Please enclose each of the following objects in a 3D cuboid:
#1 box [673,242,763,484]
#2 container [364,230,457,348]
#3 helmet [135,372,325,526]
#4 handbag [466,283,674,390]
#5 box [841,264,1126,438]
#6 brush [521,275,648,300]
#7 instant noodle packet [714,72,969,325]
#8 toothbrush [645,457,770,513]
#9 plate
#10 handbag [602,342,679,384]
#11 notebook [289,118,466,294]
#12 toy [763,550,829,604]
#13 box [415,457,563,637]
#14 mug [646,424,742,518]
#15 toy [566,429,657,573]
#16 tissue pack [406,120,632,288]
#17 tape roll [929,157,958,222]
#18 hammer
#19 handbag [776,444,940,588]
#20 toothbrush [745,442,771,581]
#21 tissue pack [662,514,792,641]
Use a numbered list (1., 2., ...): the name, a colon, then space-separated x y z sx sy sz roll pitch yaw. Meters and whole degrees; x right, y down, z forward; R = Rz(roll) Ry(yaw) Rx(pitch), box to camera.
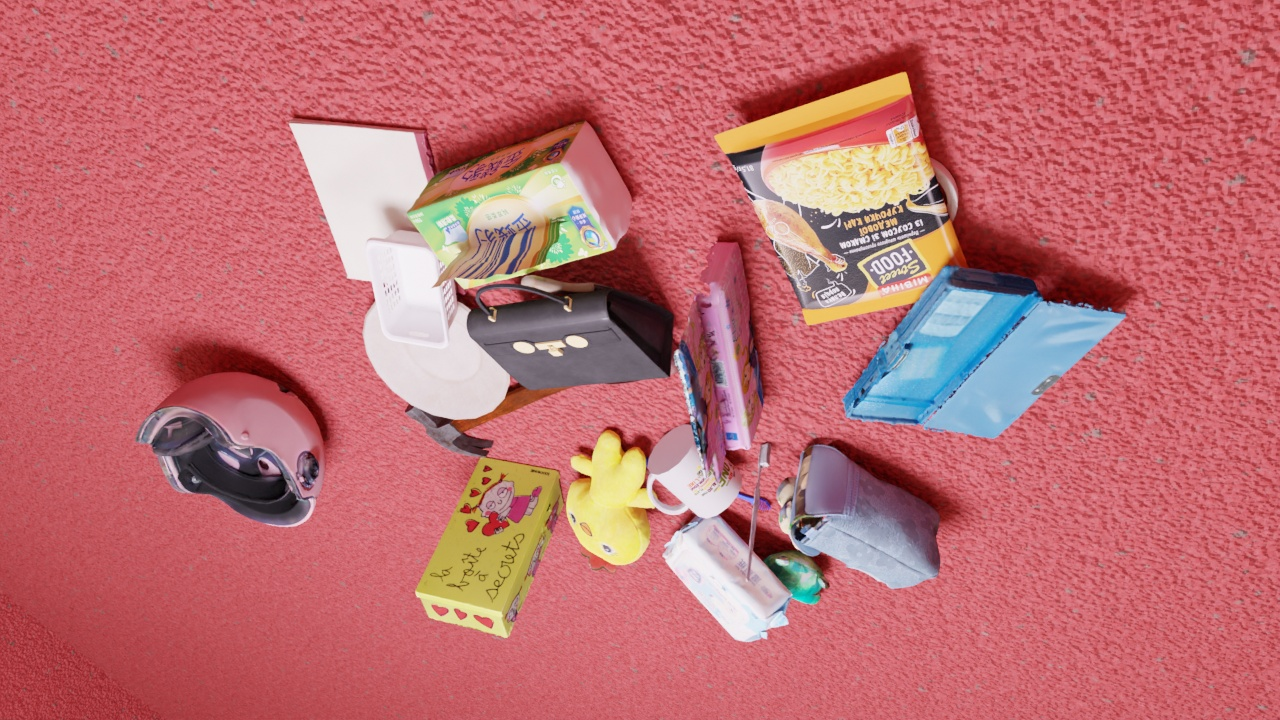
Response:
1. box: 0.081 0.018 0.913 0.035 0.159 0.231 5 136 21
2. container: -0.242 -0.082 0.995 0.081 0.049 0.129 10 128 12
3. helmet: -0.545 0.117 1.276 0.230 0.152 0.255 -10 131 26
4. handbag: -0.089 -0.039 0.928 0.176 0.072 0.195 -6 159 27
5. box: 0.316 0.001 0.878 0.174 0.033 0.232 9 145 -9
6. brush: -0.057 -0.069 0.929 0.151 0.012 0.039 8 162 -44
7. instant noodle packet: 0.182 -0.127 0.793 0.160 0.032 0.221 -12 128 29
8. toothbrush: 0.079 0.157 1.162 0.182 0.018 0.016 20 114 1
9. plate: -0.241 -0.010 1.101 0.189 0.027 0.189 10 128 13
10. handbag: -0.006 0.006 1.040 0.055 0.029 0.120 45 139 -20
11. notebook: -0.276 -0.160 0.985 0.153 0.012 0.209 9 137 13
12. toy: 0.189 0.303 1.237 0.130 0.072 0.194 24 147 -3
13. box: -0.193 0.243 1.214 0.124 0.220 0.081 11 136 15
14. mug: 0.055 0.142 1.106 0.105 0.073 0.089 -39 114 16
15. toy: -0.036 0.184 1.187 0.134 0.092 0.208 33 137 29
16. tissue pack: -0.123 -0.123 0.862 0.198 0.141 0.120 -16 126 34
17. tape roll: 0.228 -0.139 0.799 0.093 0.013 0.093 11 137 11
18. hammer: -0.166 0.053 1.149 0.302 0.028 0.111 -23 121 38
19. handbag: 0.246 0.187 1.056 0.192 0.121 0.119 28 137 -14
20. toothbrush: 0.133 0.166 1.028 0.010 0.181 0.010 -20 129 33
21. tissue pack: 0.113 0.287 1.196 0.182 0.069 0.112 47 148 14
